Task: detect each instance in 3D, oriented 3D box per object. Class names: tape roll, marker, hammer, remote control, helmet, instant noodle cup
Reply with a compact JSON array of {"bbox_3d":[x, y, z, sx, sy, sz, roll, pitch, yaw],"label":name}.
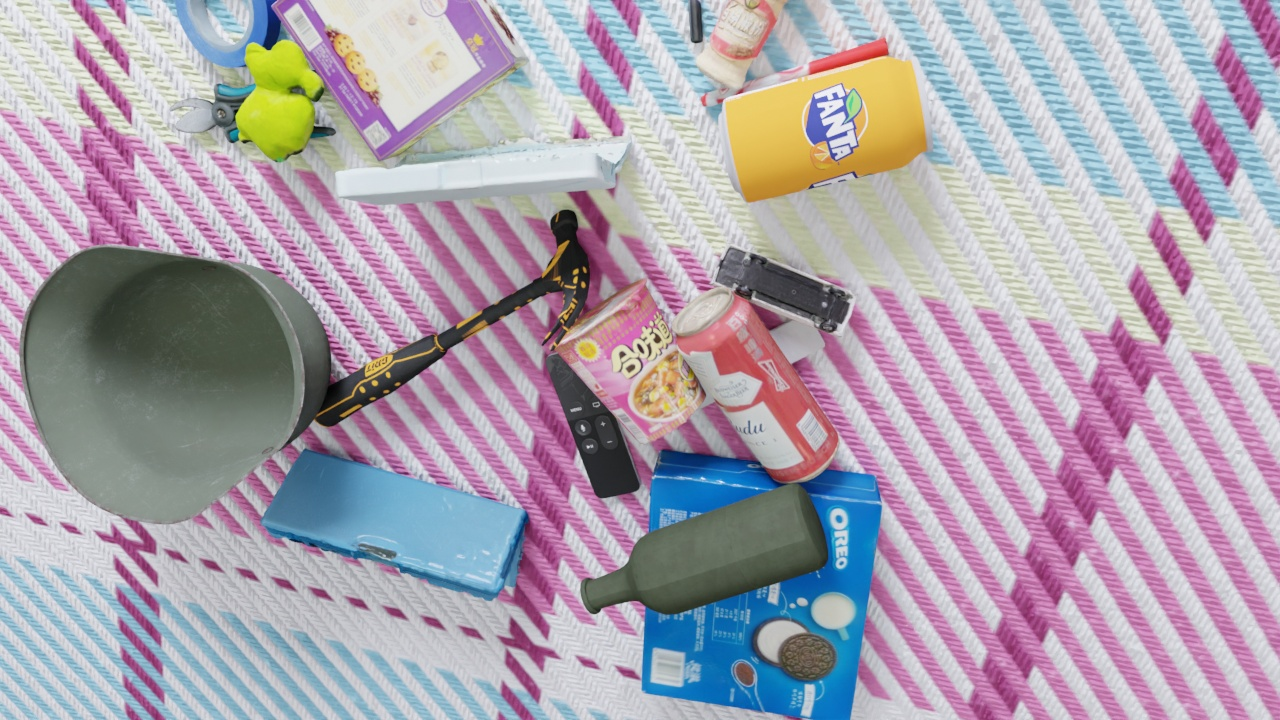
[{"bbox_3d":[-0.334,-0.287,0.742,0.091,0.016,0.093,34,118,4],"label":"tape roll"},{"bbox_3d":[0.036,-0.311,0.668,0.011,0.011,0.152,-1,111,12],"label":"marker"},{"bbox_3d":[-0.173,-0.012,0.790,0.321,0.123,0.036,-27,140,26],"label":"hammer"},{"bbox_3d":[0.114,-0.215,0.688,0.142,0.012,0.013,-13,108,16],"label":"marker"},{"bbox_3d":[0.091,0.002,0.776,0.131,0.012,0.033,-28,105,20],"label":"remote control"},{"bbox_3d":[-0.042,0.057,0.827,0.045,0.008,0.147,-14,107,16],"label":"remote control"},{"bbox_3d":[-0.367,0.005,0.791,0.268,0.153,0.227,-13,97,23],"label":"helmet"},{"bbox_3d":[-0.004,0.004,0.750,0.098,0.097,0.108,-31,102,20],"label":"instant noodle cup"}]

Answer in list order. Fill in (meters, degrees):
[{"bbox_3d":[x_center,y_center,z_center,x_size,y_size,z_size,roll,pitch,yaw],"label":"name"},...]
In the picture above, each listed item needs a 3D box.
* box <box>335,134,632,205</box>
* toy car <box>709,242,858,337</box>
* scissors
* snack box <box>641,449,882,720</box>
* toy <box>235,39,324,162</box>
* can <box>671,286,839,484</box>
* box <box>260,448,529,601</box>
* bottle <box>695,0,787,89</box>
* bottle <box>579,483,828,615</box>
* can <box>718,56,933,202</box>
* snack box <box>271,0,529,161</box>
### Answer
[{"bbox_3d":[-0.112,-0.143,0.694,0.197,0.136,0.049,-1,112,12],"label":"box"},{"bbox_3d":[0.114,-0.056,0.736,0.113,0.039,0.039,22,87,1],"label":"toy car"},{"bbox_3d":[-0.323,-0.210,0.776,0.153,0.019,0.128,37,113,-5],"label":"scissors"},{"bbox_3d":[0.103,0.206,0.830,0.196,0.056,0.239,6,111,9],"label":"snack box"},{"bbox_3d":[-0.292,-0.207,0.737,0.094,0.036,0.094,1,114,23],"label":"toy"},{"bbox_3d":[0.094,0.023,0.739,0.067,0.067,0.170,-29,113,20],"label":"can"},{"bbox_3d":[-0.229,0.171,0.885,0.231,0.094,0.102,13,142,5],"label":"box"},{"bbox_3d":[0.082,-0.253,0.664,0.044,0.044,0.109,30,114,-1],"label":"bottle"},{"bbox_3d":[0.047,0.166,0.757,0.207,0.071,0.071,-22,105,18],"label":"bottle"},{"bbox_3d":[0.133,-0.168,0.666,0.143,0.079,0.079,-11,108,15],"label":"can"},{"bbox_3d":[-0.187,-0.256,0.718,0.148,0.040,0.143,-28,103,20],"label":"snack box"}]
